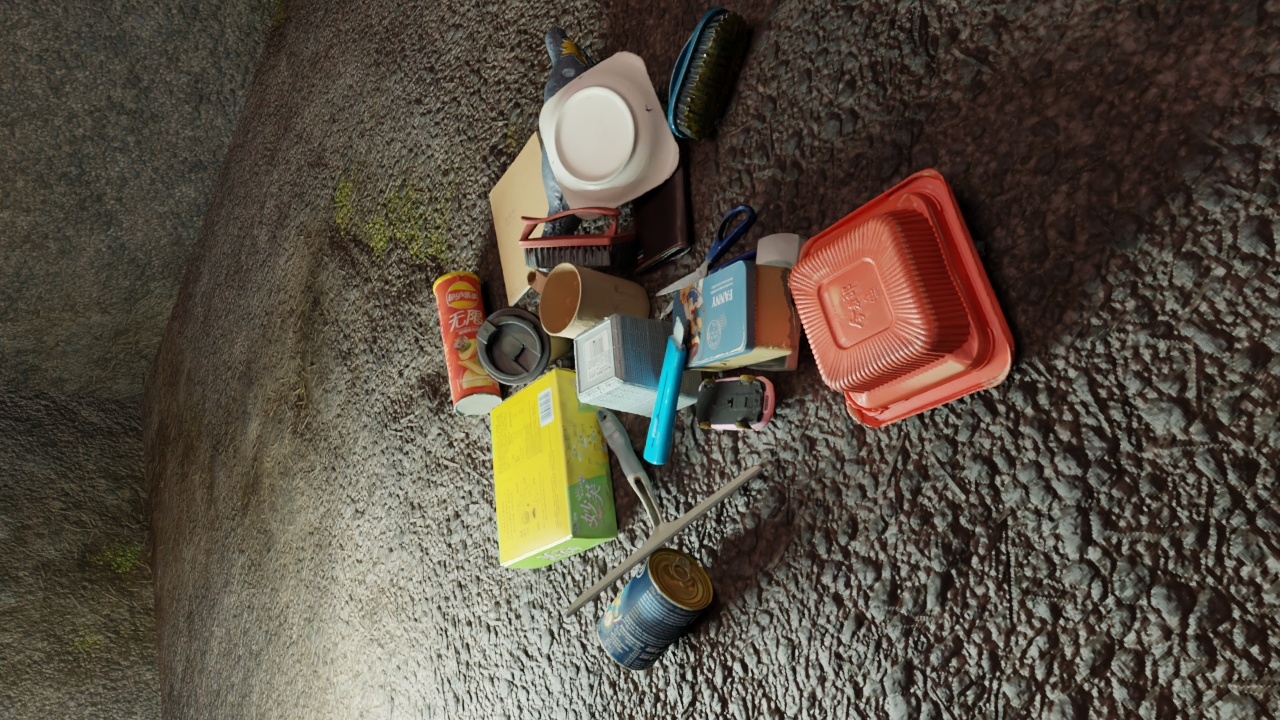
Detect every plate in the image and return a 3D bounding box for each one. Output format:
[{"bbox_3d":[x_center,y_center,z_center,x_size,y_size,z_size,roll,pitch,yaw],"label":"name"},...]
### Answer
[{"bbox_3d":[-0.047,-0.260,1.069,0.164,0.034,0.164,-25,85,29],"label":"plate"}]

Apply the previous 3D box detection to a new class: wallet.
[{"bbox_3d":[0.022,-0.170,1.072,0.097,0.020,0.122,-23,62,47],"label":"wallet"}]

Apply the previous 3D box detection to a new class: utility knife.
[{"bbox_3d":[0.027,0.034,0.934,0.034,0.018,0.166,46,133,54],"label":"utility knife"}]

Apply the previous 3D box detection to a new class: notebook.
[{"bbox_3d":[-0.166,-0.203,1.319,0.150,0.012,0.211,-41,52,40],"label":"notebook"}]

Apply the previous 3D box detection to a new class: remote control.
[{"bbox_3d":[0.134,-0.057,0.901,0.056,0.019,0.135,2,85,52],"label":"remote control"}]

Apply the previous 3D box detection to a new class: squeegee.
[{"bbox_3d":[-0.005,0.130,1.007,0.246,0.039,0.246,-39,36,6],"label":"squeegee"}]

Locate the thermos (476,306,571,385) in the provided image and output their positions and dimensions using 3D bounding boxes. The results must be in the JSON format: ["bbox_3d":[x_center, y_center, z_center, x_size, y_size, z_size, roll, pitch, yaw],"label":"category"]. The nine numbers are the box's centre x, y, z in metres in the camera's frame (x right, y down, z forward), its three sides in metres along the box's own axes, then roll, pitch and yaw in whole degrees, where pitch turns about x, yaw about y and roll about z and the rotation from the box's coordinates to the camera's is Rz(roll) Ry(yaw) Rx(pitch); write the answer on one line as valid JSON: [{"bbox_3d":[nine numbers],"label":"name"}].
[{"bbox_3d":[-0.137,-0.022,1.128,0.093,0.143,0.093,2,97,15],"label":"thermos"}]

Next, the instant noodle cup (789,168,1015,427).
[{"bbox_3d":[0.200,-0.045,0.758,0.165,0.079,0.188,-33,70,46],"label":"instant noodle cup"}]

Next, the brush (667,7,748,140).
[{"bbox_3d":[0.066,-0.319,1.019,0.073,0.055,0.144,33,108,49],"label":"brush"}]

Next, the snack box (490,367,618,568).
[{"bbox_3d":[-0.111,0.134,1.124,0.158,0.070,0.209,-31,59,43],"label":"snack box"}]

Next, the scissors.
[{"bbox_3d":[0.073,-0.107,0.998,0.170,0.012,0.146,12,92,51],"label":"scissors"}]

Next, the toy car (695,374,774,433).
[{"bbox_3d":[0.096,0.043,0.918,0.123,0.037,0.056,-7,73,63],"label":"toy car"}]

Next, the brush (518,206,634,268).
[{"bbox_3d":[-0.084,-0.147,1.097,0.146,0.063,0.069,2,103,29],"label":"brush"}]

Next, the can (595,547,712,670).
[{"bbox_3d":[0.013,0.256,0.938,0.111,0.075,0.075,-55,44,28],"label":"can"}]

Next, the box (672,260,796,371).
[{"bbox_3d":[0.089,-0.039,0.882,0.185,0.059,0.089,153,117,-69],"label":"box"}]

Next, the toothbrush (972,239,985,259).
[{"bbox_3d":[0.217,-0.085,0.810,0.188,0.016,0.017,-5,69,50],"label":"toothbrush"}]

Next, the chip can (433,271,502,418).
[{"bbox_3d":[-0.253,-0.025,1.336,0.073,0.073,0.216,-41,52,38],"label":"chip can"}]

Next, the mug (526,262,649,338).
[{"bbox_3d":[-0.064,-0.070,1.085,0.125,0.103,0.084,37,110,49],"label":"mug"}]

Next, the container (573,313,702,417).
[{"bbox_3d":[-0.006,0.006,0.990,0.090,0.111,0.089,-27,62,45],"label":"container"}]

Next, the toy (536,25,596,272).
[{"bbox_3d":[-0.090,-0.287,1.179,0.138,0.091,0.356,-13,70,52],"label":"toy"}]
